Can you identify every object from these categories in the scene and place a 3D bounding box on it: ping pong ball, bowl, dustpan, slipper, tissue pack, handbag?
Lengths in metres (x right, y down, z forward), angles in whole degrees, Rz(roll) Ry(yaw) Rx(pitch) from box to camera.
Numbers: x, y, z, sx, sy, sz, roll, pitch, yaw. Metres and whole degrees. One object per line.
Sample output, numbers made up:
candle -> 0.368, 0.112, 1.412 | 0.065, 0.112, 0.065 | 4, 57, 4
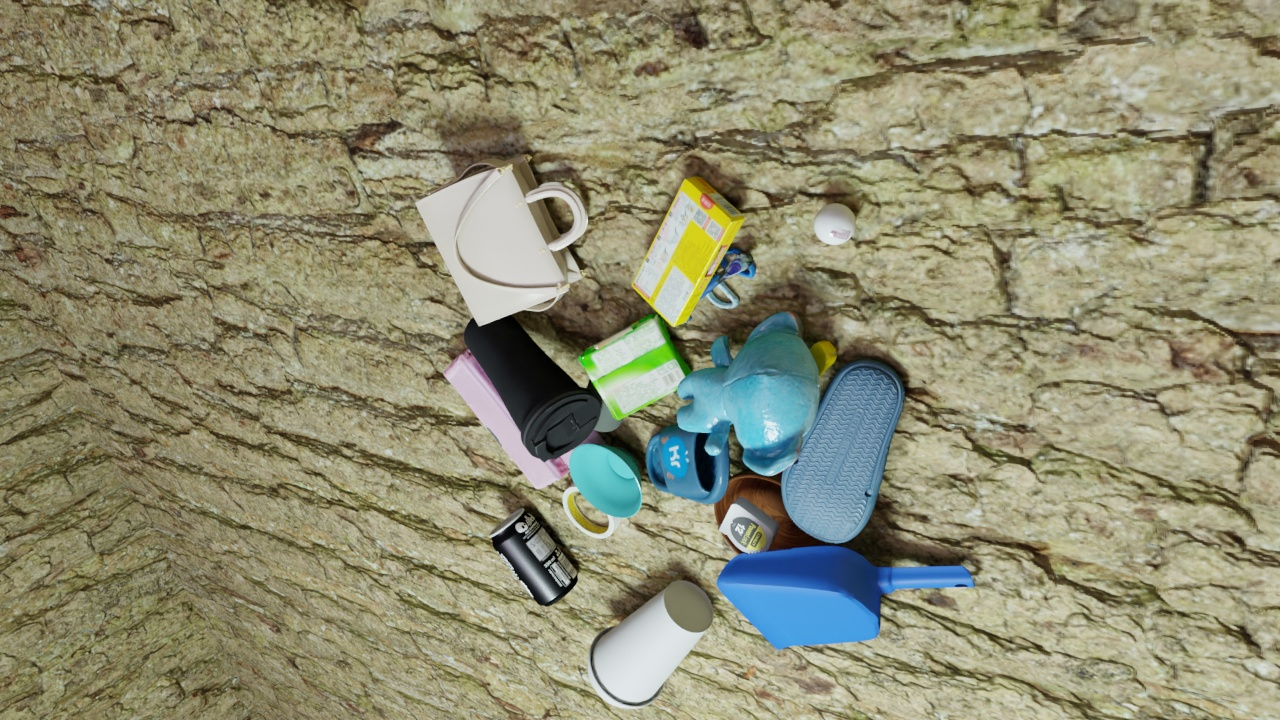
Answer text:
ping pong ball -> 0.189, -0.132, 0.891 | 0.040, 0.040, 0.040 | 21, 130, 27
bowl -> -0.036, 0.155, 1.269 | 0.121, 0.046, 0.121 | 21, 130, 27
dustpan -> 0.251, 0.275, 1.064 | 0.258, 0.059, 0.245 | -7, 144, 25
slipper -> 0.051, 0.126, 1.125 | 0.214, 0.059, 0.103 | 159, 106, -65
tissue pack -> -0.007, 0.006, 1.109 | 0.114, 0.034, 0.099 | -28, 103, 3
slipper -> 0.218, 0.096, 0.995 | 0.104, 0.059, 0.214 | 20, 108, 13
handbag -> -0.147, -0.154, 1.119 | 0.198, 0.101, 0.195 | -15, 109, 31
bowl -> 0.169, 0.182, 1.107 | 0.147, 0.068, 0.147 | 20, 129, 27

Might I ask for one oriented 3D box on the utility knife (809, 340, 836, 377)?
utility knife -> 0.167, 0.039, 1.046 | 0.028, 0.020, 0.187 | 59, 142, 21

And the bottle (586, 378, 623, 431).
bottle -> -0.039, 0.040, 1.181 | 0.060, 0.060, 0.109 | 36, 135, 13

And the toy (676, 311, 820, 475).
toy -> 0.120, 0.042, 1.004 | 0.114, 0.183, 0.181 | 21, 155, -41

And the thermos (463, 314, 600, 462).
thermos -> -0.147, 0.023, 1.181 | 0.218, 0.105, 0.106 | 48, 142, 34

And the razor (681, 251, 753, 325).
razor -> 0.074, -0.083, 1.017 | 0.044, 0.018, 0.141 | 51, 138, -4

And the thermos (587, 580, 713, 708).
thermos -> 0.018, 0.418, 1.365 | 0.131, 0.131, 0.222 | 42, 129, 8

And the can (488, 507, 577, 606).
can -> -0.170, 0.314, 1.463 | 0.146, 0.080, 0.080 | 53, 137, -5

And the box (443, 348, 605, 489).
box -> -0.175, 0.071, 1.323 | 0.233, 0.050, 0.181 | 51, 136, -2

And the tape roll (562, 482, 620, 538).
tape roll -> -0.073, 0.222, 1.366 | 0.094, 0.019, 0.094 | 21, 130, 27

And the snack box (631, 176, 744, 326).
snack box -> 0.049, -0.117, 0.999 | 0.075, 0.025, 0.153 | 47, 130, 23

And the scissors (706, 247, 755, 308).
scissors -> 0.067, -0.105, 1.032 | 0.133, 0.020, 0.097 | 25, 129, 22

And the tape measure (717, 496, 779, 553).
tape measure -> 0.128, 0.199, 1.087 | 0.065, 0.016, 0.064 | 33, 134, 16
